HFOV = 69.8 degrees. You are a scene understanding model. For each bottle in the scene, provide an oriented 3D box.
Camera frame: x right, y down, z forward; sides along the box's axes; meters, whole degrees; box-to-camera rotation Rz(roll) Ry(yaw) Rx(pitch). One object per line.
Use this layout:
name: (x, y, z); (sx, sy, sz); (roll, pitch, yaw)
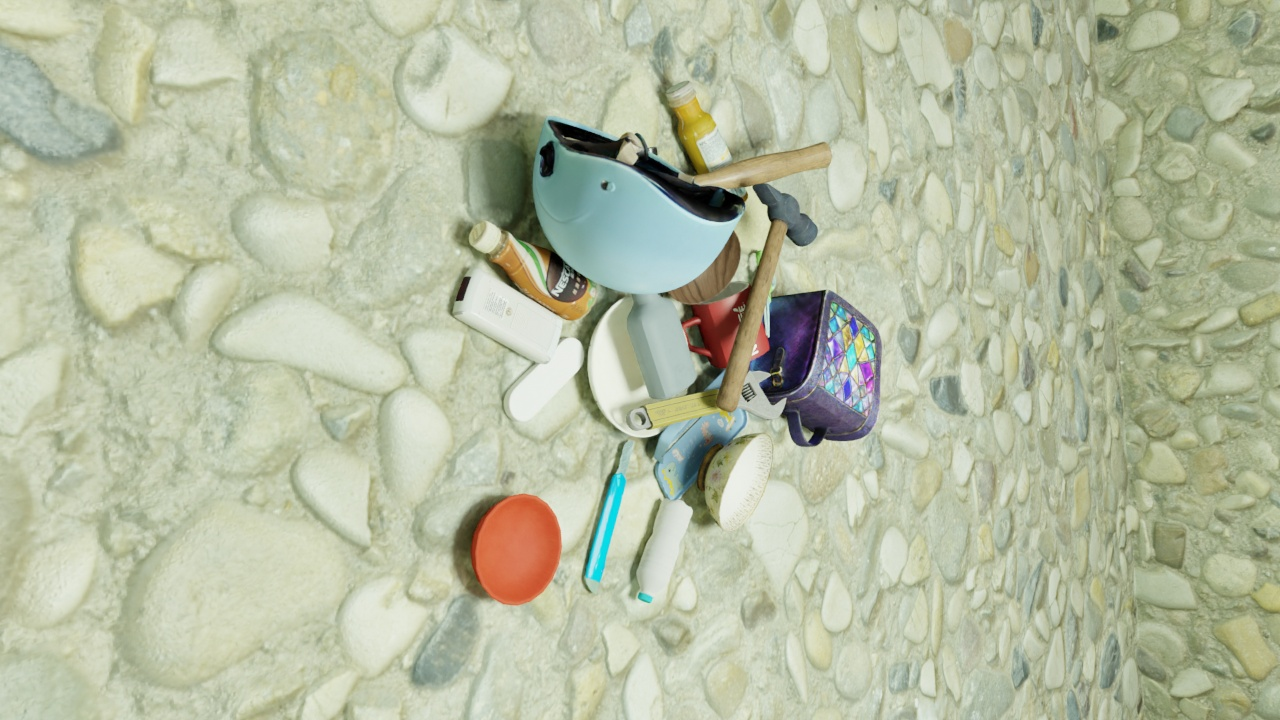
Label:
bottle: (0.090, -0.297, 1.278); (0.053, 0.053, 0.186); (-51, 123, -35)
bottle: (0.027, 0.248, 1.196); (0.044, 0.044, 0.136); (41, 60, -38)
bottle: (0.019, -0.038, 1.146); (0.072, 0.046, 0.161); (-33, 112, -42)
bottle: (-0.123, -0.104, 1.042); (0.167, 0.059, 0.059); (33, 65, -40)

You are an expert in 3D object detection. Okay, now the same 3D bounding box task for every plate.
plate: (-0.007, 0.007, 1.177); (0.182, 0.034, 0.182); (3, 86, -46)

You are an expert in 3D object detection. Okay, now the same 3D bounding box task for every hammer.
hammer: (0.155, -0.081, 1.224); (0.129, 0.040, 0.321); (35, 65, -41)
hammer: (0.138, -0.251, 1.265); (0.304, 0.040, 0.132); (-18, 108, -24)

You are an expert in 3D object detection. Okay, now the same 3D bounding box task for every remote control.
remote control: (-0.112, 0.021, 1.081); (0.136, 0.013, 0.043); (-48, 121, -36)
remote control: (-0.147, -0.049, 1.034); (0.138, 0.025, 0.060); (32, 64, -36)

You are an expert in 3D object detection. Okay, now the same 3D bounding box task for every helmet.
helmet: (-0.024, -0.175, 1.041); (0.225, 0.265, 0.167); (10, 119, -43)

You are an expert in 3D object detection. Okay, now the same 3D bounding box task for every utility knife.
utility knife: (-0.038, 0.192, 1.151); (0.031, 0.015, 0.197); (33, 68, -44)

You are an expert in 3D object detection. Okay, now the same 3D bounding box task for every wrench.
wrench: (0.091, 0.059, 1.209); (0.272, 0.018, 0.083); (-12, 76, -39)

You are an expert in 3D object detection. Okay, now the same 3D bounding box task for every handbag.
handbag: (0.266, 0.024, 1.397); (0.204, 0.126, 0.221); (29, 65, -42)

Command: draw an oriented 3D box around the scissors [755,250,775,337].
scissors: (0.184, -0.095, 1.354); (0.173, 0.033, 0.065); (-89, 155, -45)

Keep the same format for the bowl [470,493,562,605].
bowl: (-0.144, 0.209, 1.024); (0.121, 0.035, 0.122); (3, 86, -46)

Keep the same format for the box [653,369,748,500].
box: (0.086, 0.092, 1.272); (0.208, 0.039, 0.127); (-41, 139, -40)

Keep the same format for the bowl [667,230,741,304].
bowl: (0.074, -0.135, 1.216); (0.119, 0.032, 0.119); (-16, 127, -23)

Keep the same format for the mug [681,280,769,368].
mug: (0.111, -0.044, 1.277); (0.116, 0.080, 0.096); (-24, 108, -14)

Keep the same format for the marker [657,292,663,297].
marker: (0.038, -0.046, 1.238); (0.019, 0.019, 0.146); (-43, 118, -38)

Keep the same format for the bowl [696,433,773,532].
bowl: (0.123, 0.159, 1.270); (0.144, 0.063, 0.145); (-37, 138, -44)
